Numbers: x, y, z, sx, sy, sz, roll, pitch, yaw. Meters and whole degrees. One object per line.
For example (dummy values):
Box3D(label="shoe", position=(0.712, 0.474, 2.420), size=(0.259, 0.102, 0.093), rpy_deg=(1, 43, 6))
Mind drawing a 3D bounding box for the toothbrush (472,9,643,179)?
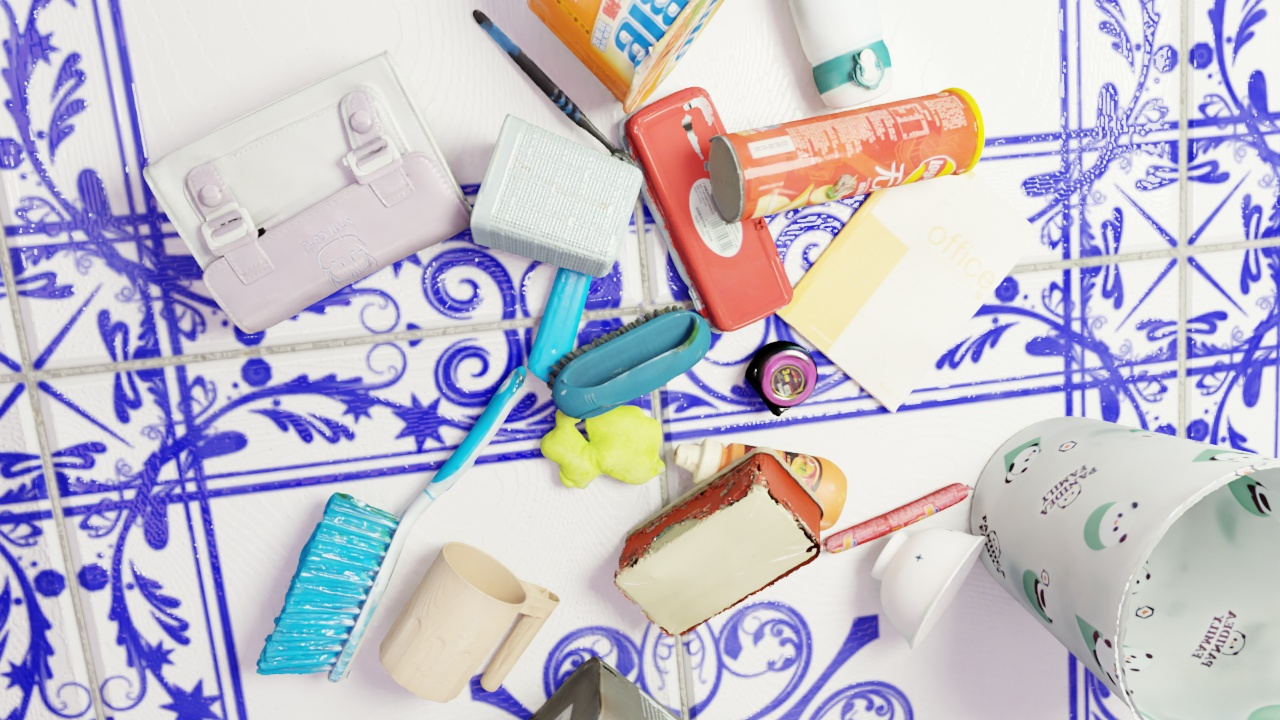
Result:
Box3D(label="toothbrush", position=(-0.066, -0.210, 0.732), size=(0.189, 0.016, 0.014), rpy_deg=(45, 120, -4))

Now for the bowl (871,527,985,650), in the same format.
Box3D(label="bowl", position=(0.247, 0.189, 0.817), size=(0.065, 0.118, 0.118), rpy_deg=(34, 94, 28))

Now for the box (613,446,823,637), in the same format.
Box3D(label="box", position=(0.061, 0.155, 0.755), size=(0.169, 0.077, 0.091), rpy_deg=(-38, 103, 26))

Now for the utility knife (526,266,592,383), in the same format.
Box3D(label="utility knife", position=(-0.055, -0.069, 0.767), size=(0.034, 0.018, 0.185), rpy_deg=(16, 94, -17))

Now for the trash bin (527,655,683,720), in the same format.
Box3D(label="trash bin", position=(-0.006, 0.390, 0.765), size=(0.220, 0.199, 0.198), rpy_deg=(45, 90, -5))

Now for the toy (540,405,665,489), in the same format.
Box3D(label="toy", position=(-0.030, 0.072, 0.785), size=(0.100, 0.031, 0.097), rpy_deg=(-33, 100, -1))

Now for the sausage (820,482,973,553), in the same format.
Box3D(label="sausage", position=(0.233, 0.145, 0.839), size=(0.156, 0.020, 0.020), rpy_deg=(-22, 101, -3))

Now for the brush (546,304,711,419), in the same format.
Box3D(label="brush", position=(-0.004, 0.004, 0.750), size=(0.143, 0.073, 0.055), rpy_deg=(-27, 114, -12))

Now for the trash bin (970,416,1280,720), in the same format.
Box3D(label="trash bin", position=(0.413, 0.158, 0.746), size=(0.229, 0.252, 0.229), rpy_deg=(-1, 99, -8))

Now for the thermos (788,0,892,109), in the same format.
Box3D(label="thermos", position=(0.144, -0.313, 0.726), size=(0.073, 0.073, 0.224), rpy_deg=(-21, 101, -4))

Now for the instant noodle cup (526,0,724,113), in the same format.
Box3D(label="instant noodle cup", position=(-0.007, -0.278, 0.680), size=(0.111, 0.151, 0.151), rpy_deg=(39, 92, -3))

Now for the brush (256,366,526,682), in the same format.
Box3D(label="brush", position=(-0.207, 0.129, 0.763), size=(0.109, 0.060, 0.314), rpy_deg=(24, 93, -16))

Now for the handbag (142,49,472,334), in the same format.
Box3D(label="handbag", position=(-0.243, -0.125, 0.697), size=(0.197, 0.098, 0.145), rpy_deg=(-27, 107, -2))

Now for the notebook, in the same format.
Box3D(label="notebook", position=(0.236, -0.077, 0.807), size=(0.146, 0.010, 0.206), rpy_deg=(39, 92, -10))

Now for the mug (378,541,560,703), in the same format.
Box3D(label="mug", position=(-0.143, 0.226, 0.777), size=(0.124, 0.084, 0.103), rpy_deg=(31, 95, -38))

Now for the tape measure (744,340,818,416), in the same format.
Box3D(label="tape measure", position=(0.123, 0.012, 0.793), size=(0.058, 0.039, 0.057), rpy_deg=(-40, 102, 5))

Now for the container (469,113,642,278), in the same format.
Box3D(label="container", position=(-0.064, -0.120, 0.710), size=(0.111, 0.090, 0.090), rpy_deg=(19, 84, -6))

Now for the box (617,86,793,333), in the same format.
Box3D(label="box", position=(0.054, -0.123, 0.766), size=(0.087, 0.047, 0.201), rpy_deg=(-26, 101, -2))

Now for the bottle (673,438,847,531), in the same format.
Box3D(label="bottle", position=(0.101, 0.101, 0.795), size=(0.149, 0.066, 0.067), rpy_deg=(17, 96, -3))

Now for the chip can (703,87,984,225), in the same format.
Box3D(label="chip can", position=(0.162, -0.163, 0.726), size=(0.216, 0.073, 0.073), rpy_deg=(-15, 101, -15))
